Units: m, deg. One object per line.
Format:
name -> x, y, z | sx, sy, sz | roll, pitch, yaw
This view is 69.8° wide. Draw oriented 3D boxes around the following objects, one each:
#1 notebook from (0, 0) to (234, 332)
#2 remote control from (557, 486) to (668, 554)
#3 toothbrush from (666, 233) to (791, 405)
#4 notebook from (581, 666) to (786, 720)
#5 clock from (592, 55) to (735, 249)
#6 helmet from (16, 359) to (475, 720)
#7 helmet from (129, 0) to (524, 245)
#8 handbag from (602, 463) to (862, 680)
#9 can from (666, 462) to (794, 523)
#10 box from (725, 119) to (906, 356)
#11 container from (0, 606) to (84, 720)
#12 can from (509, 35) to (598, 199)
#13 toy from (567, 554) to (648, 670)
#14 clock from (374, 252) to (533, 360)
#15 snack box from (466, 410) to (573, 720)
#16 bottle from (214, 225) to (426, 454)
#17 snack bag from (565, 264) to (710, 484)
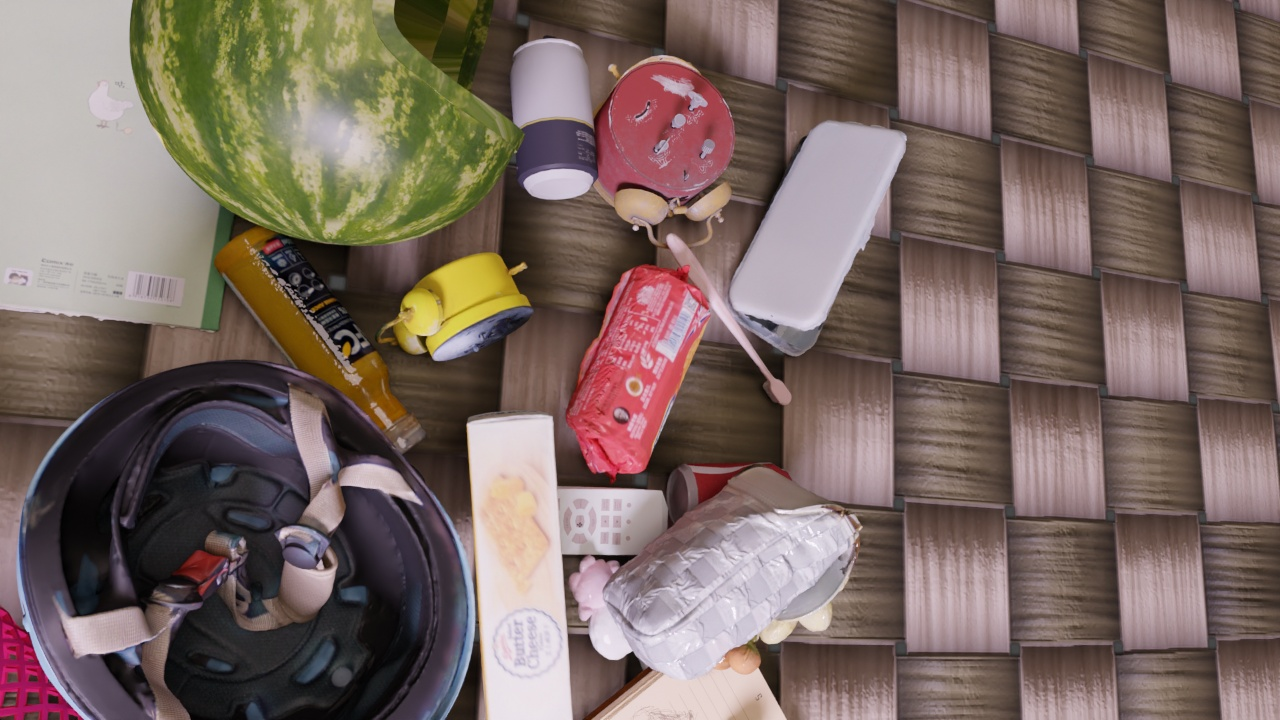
notebook -> -0.378, -0.153, 0.646 | 0.181, 0.010, 0.252 | 7, 78, -19
remote control -> -0.051, 0.122, 0.704 | 0.143, 0.024, 0.049 | 2, 88, -8
toothbrush -> 0.073, -0.033, 0.769 | 0.015, 0.018, 0.181 | -42, 108, -15
notebook -> 0.019, 0.322, 0.685 | 0.225, 0.024, 0.167 | -32, 102, -23
clock -> 0.022, -0.170, 0.761 | 0.117, 0.081, 0.158 | -9, 83, -22
helmet -> -0.232, 0.137, 0.558 | 0.265, 0.167, 0.224 | 47, 52, -7
helmet -> -0.205, -0.198, 0.606 | 0.243, 0.213, 0.247 | -7, 90, 2
handbag -> 0.066, 0.162, 0.657 | 0.171, 0.112, 0.123 | -33, 113, -16
can -> 0.074, 0.110, 0.743 | 0.096, 0.054, 0.054 | 2, 79, -20
box -> 0.156, -0.117, 0.789 | 0.107, 0.110, 0.216 | 28, 71, -10
container -> -0.383, 0.223, 0.495 | 0.182, 0.183, 0.226 | -46, 105, -22
can -> -0.071, -0.199, 0.740 | 0.064, 0.064, 0.127 | -2, 81, -21
toy -> -0.008, 0.193, 0.704 | 0.125, 0.037, 0.075 | 38, 69, -21
clock -> -0.137, -0.034, 0.676 | 0.118, 0.083, 0.057 | -24, 84, -26
snack box -> -0.085, 0.139, 0.632 | 0.057, 0.104, 0.208 | -4, 89, -10
bottle -> -0.223, -0.009, 0.653 | 0.053, 0.053, 0.186 | -38, 95, -23
snack bag -> -0.004, 0.004, 0.721 | 0.082, 0.082, 0.176 | 29, 71, -14
